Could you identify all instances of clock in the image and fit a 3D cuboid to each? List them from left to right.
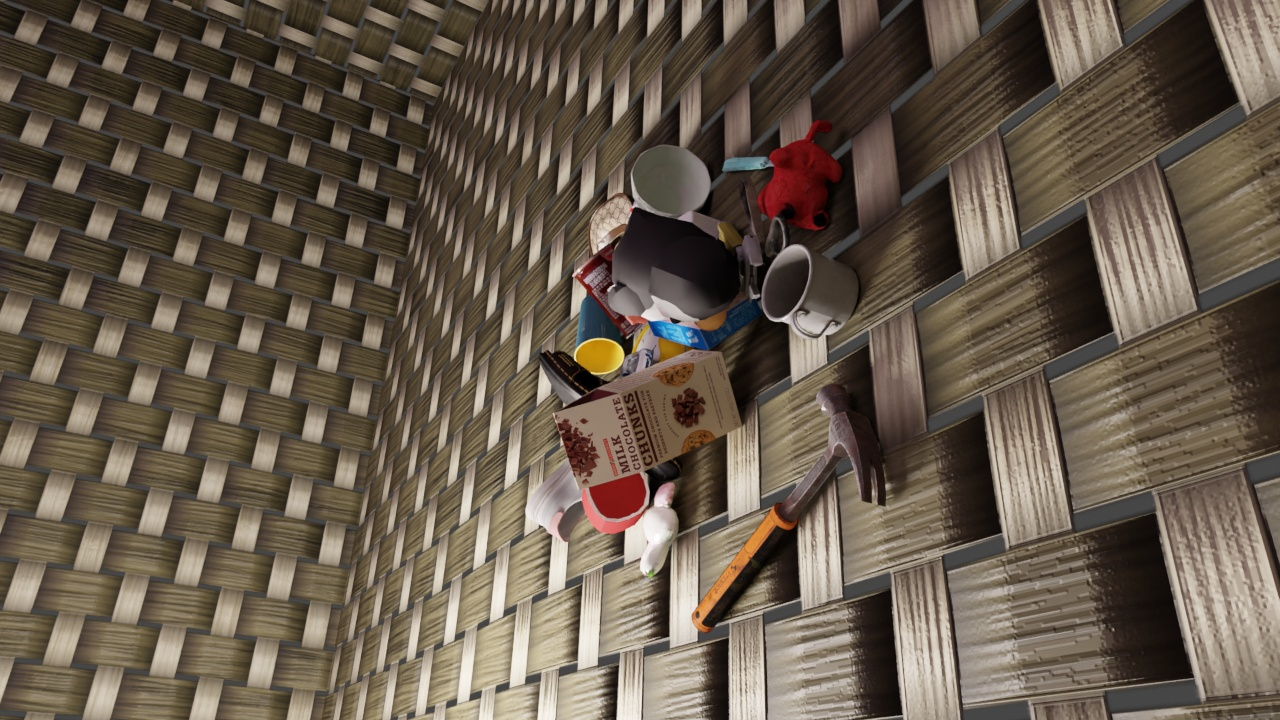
[{"bbox_3d":[0.027,0.002,1.267,0.152,0.052,0.113,22,95,68],"label":"clock"}]

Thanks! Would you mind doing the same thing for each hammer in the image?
[{"bbox_3d":[0.142,0.183,0.944,0.315,0.035,0.137,-59,29,29],"label":"hammer"}]

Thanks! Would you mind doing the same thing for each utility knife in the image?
[{"bbox_3d":[0.148,-0.262,1.217,0.022,0.015,0.141,-56,25,-6],"label":"utility knife"}]

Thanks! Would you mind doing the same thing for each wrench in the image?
[{"bbox_3d":[0.118,-0.135,1.115,0.273,0.018,0.084,-100,5,-69],"label":"wrench"}]

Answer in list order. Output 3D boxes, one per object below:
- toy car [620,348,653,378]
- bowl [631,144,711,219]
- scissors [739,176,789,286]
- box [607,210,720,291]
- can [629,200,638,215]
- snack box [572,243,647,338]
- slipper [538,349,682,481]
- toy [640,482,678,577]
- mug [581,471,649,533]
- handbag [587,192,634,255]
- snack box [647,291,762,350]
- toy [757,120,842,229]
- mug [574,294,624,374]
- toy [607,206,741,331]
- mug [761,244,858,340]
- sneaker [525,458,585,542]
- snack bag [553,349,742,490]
[{"bbox_3d":[-0.007,0.007,1.237,0.090,0.027,0.038,152,134,-67],"label":"toy car"},{"bbox_3d":[0.039,-0.247,1.333,0.061,0.117,0.117,119,159,-67],"label":"bowl"},{"bbox_3d":[0.143,-0.133,1.048,0.157,0.012,0.171,173,80,-82],"label":"scissors"},{"bbox_3d":[0.026,-0.129,1.254,0.107,0.132,0.151,-29,49,59],"label":"box"},{"bbox_3d":[0.014,-0.174,1.373,0.070,0.070,0.132,-30,49,56],"label":"can"},{"bbox_3d":[-0.032,-0.099,1.310,0.072,0.121,0.072,-41,2,2],"label":"snack box"},{"bbox_3d":[-0.036,0.060,1.227,0.268,0.113,0.075,38,72,26],"label":"slipper"},{"bbox_3d":[0.025,0.214,1.159,0.079,0.038,0.122,153,130,-76],"label":"toy"},{"bbox_3d":[-0.040,0.163,1.211,0.097,0.080,0.116,105,143,-70],"label":"mug"},{"bbox_3d":[-0.025,-0.196,1.497,0.167,0.063,0.138,-23,72,55],"label":"handbag"},{"bbox_3d":[0.077,-0.056,1.161,0.087,0.033,0.154,-33,20,-17],"label":"snack box"},{"bbox_3d":[0.177,-0.217,1.063,0.094,0.088,0.133,-153,81,-75],"label":"toy"},{"bbox_3d":[-0.066,-0.048,1.464,0.078,0.078,0.121,-53,27,37],"label":"mug"},{"bbox_3d":[0.045,-0.106,1.059,0.184,0.159,0.140,32,146,66],"label":"toy"},{"bbox_3d":[0.181,-0.062,0.966,0.085,0.070,0.113,-48,35,42],"label":"mug"},{"bbox_3d":[-0.060,0.161,1.309,0.089,0.099,0.236,41,96,28],"label":"sneaker"},{"bbox_3d":[0.005,0.067,1.069,0.070,0.206,0.094,7,117,64],"label":"snack bag"}]
